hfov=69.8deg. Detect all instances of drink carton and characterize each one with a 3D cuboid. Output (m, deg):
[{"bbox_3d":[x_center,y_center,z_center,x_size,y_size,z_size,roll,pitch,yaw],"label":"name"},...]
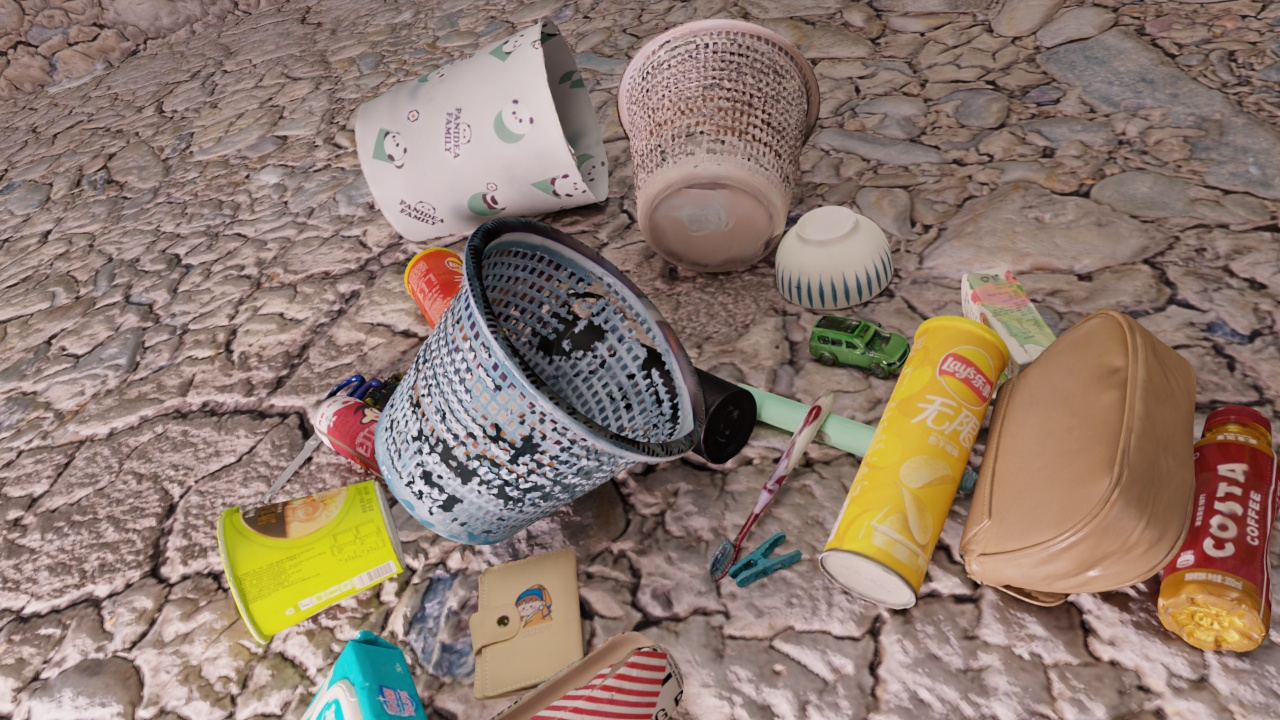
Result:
[{"bbox_3d":[0.313,-0.023,0.771,0.045,0.053,0.122,-14,40,4],"label":"drink carton"}]

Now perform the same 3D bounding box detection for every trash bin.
[{"bbox_3d":[-0.096,0.034,0.723,0.196,0.226,0.226,-42,30,27],"label":"trash bin"},{"bbox_3d":[-0.193,-0.269,1.131,0.252,0.230,0.229,-15,39,12],"label":"trash bin"},{"bbox_3d":[0.079,-0.211,0.977,0.228,0.228,0.191,-5,53,15],"label":"trash bin"}]

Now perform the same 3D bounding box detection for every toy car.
[{"bbox_3d":[-0.230,0.047,0.912,0.106,0.031,0.049,19,52,38],"label":"toy car"},{"bbox_3d":[0.196,-0.015,0.822,0.091,0.036,0.043,17,49,30],"label":"toy car"}]

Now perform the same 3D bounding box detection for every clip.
[{"bbox_3d":[0.091,0.150,0.684,0.056,0.014,0.039,-26,39,-12],"label":"clip"}]

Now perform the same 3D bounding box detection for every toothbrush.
[{"bbox_3d":[0.104,0.092,0.719,0.016,0.017,0.187,19,61,37],"label":"toothbrush"},{"bbox_3d":[0.166,0.060,0.751,0.225,0.026,0.027,19,51,36],"label":"toothbrush"}]

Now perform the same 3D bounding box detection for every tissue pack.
[{"bbox_3d":[-0.183,0.254,0.604,0.093,0.050,0.133,-57,40,12],"label":"tissue pack"}]

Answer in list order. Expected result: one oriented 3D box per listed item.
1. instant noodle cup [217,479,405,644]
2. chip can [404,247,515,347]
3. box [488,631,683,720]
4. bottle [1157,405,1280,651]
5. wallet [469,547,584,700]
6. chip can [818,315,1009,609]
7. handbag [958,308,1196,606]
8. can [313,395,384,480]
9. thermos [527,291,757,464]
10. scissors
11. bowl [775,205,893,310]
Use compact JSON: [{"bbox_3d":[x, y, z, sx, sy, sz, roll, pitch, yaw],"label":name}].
[{"bbox_3d":[-0.261,0.154,0.748,0.123,0.112,0.111,-19,38,-14],"label":"instant noodle cup"},{"bbox_3d":[-0.189,-0.046,0.974,0.073,0.073,0.216,-28,40,-12],"label":"chip can"},{"bbox_3d":[-0.052,0.235,0.599,0.162,0.076,0.088,-33,24,-15],"label":"box"},{"bbox_3d":[0.380,0.102,0.596,0.057,0.057,0.174,11,47,31],"label":"bottle"},{"bbox_3d":[-0.087,0.197,0.690,0.087,0.024,0.115,-16,40,4],"label":"wallet"},{"bbox_3d":[0.200,0.068,0.663,0.072,0.072,0.212,13,58,33],"label":"chip can"},{"bbox_3d":[0.299,0.069,0.619,0.148,0.100,0.203,-44,12,51],"label":"handbag"},{"bbox_3d":[-0.253,0.075,0.869,0.133,0.053,0.053,20,52,38],"label":"can"},{"bbox_3d":[-0.005,0.005,0.834,0.243,0.090,0.068,27,14,40],"label":"thermos"},{"bbox_3d":[-0.334,0.075,0.935,0.174,0.012,0.108,-37,44,-20],"label":"scissors"},{"bbox_3d":[0.189,-0.110,0.911,0.116,0.066,0.116,-11,39,9],"label":"bowl"}]
